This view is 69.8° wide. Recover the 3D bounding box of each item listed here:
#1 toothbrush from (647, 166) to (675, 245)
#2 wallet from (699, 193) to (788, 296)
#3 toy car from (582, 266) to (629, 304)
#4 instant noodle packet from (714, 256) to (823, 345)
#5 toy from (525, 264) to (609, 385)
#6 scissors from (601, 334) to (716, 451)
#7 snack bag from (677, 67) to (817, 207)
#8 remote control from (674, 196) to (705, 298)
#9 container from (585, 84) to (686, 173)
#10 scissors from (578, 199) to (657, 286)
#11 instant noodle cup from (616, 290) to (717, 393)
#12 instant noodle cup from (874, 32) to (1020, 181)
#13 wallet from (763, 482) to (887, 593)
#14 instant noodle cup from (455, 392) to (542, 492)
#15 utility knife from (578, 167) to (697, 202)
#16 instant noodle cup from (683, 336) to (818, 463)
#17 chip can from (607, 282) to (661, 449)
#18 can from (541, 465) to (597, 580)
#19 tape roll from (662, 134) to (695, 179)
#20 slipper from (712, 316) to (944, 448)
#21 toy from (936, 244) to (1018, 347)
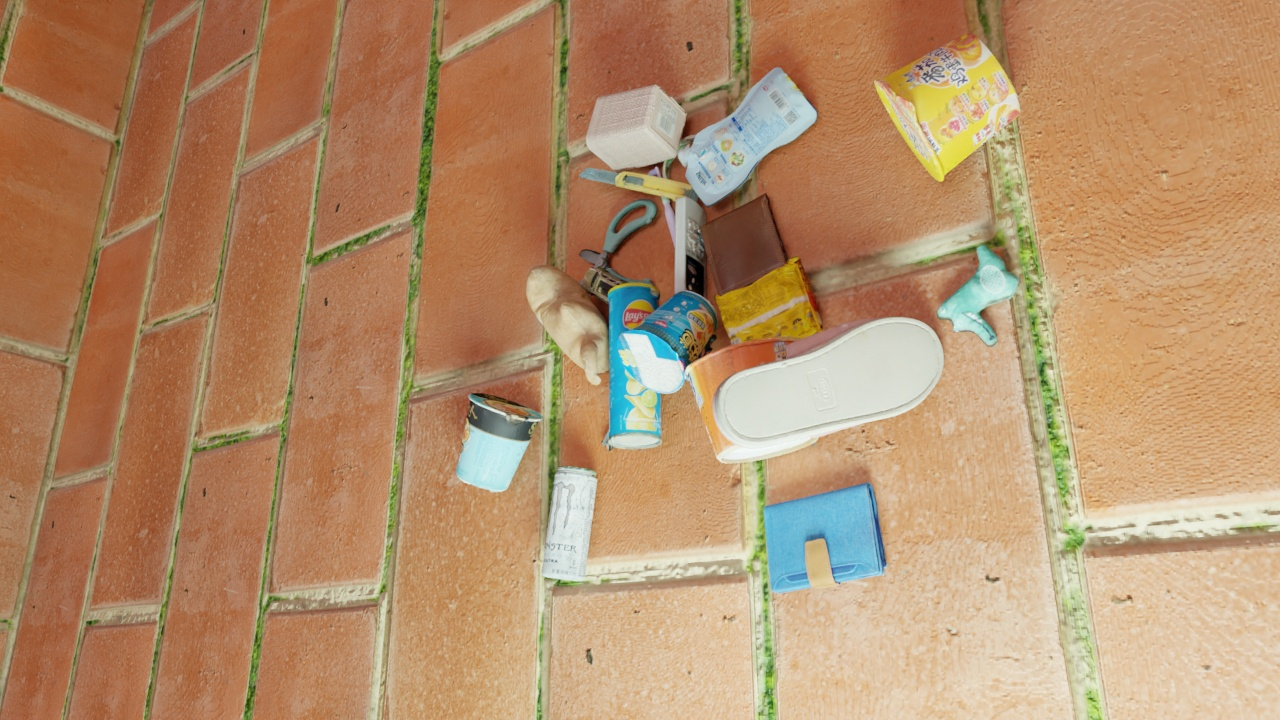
[{"bbox_3d":[0.042,-0.195,1.292,0.029,0.021,0.189,122,139,-50],"label":"toothbrush"},{"bbox_3d":[0.137,-0.147,1.197,0.101,0.032,0.124,-26,61,25],"label":"wallet"},{"bbox_3d":[-0.050,-0.104,1.301,0.090,0.035,0.042,33,102,41],"label":"toy car"},{"bbox_3d":[0.157,-0.054,1.132,0.129,0.044,0.110,-25,73,31],"label":"instant noodle packet"},{"bbox_3d":[-0.083,-0.039,1.258,0.082,0.143,0.226,-41,50,5],"label":"toy"},{"bbox_3d":[0.023,0.037,1.228,0.193,0.015,0.206,-4,72,36],"label":"scissors"},{"bbox_3d":[0.139,-0.300,1.237,0.191,0.038,0.110,-39,69,16],"label":"snack bag"},{"bbox_3d":[0.068,-0.144,1.229,0.021,0.058,0.149,-12,68,33],"label":"remote control"},{"bbox_3d":[-0.003,-0.335,1.321,0.111,0.090,0.089,-3,65,40],"label":"container"},{"bbox_3d":[-0.020,-0.158,1.327,0.170,0.019,0.180,32,98,40],"label":"scissors"},{"bbox_3d":[0.041,-0.029,1.149,0.099,0.099,0.109,6,40,39],"label":"instant noodle cup"},{"bbox_3d":[0.346,-0.287,1.025,0.110,0.138,0.138,-33,57,15],"label":"instant noodle cup"},{"bbox_3d":[0.202,0.199,1.022,0.133,0.040,0.106,-19,59,32],"label":"wallet"},{"bbox_3d":[-0.213,0.121,1.327,0.111,0.111,0.120,23,96,40],"label":"instant noodle cup"},{"bbox_3d":[-0.004,-0.255,1.324,0.220,0.022,0.031,18,77,39],"label":"utility knife"},{"bbox_3d":[0.135,0.050,1.060,0.152,0.151,0.111,-22,70,30],"label":"instant noodle cup"},{"bbox_3d":[-0.007,0.007,1.206,0.071,0.071,0.210,-14,66,33],"label":"chip can"},{"bbox_3d":[-0.094,0.218,1.227,0.058,0.058,0.146,-4,72,36],"label":"can"},{"bbox_3d":[0.070,-0.279,1.304,0.086,0.014,0.085,-14,67,34],"label":"tape roll"},{"bbox_3d":[0.202,0.025,0.988,0.274,0.054,0.114,-18,82,-15],"label":"slipper"},{"bbox_3d":[0.368,-0.065,0.993,0.092,0.030,0.096,-45,60,23],"label":"toy"}]
